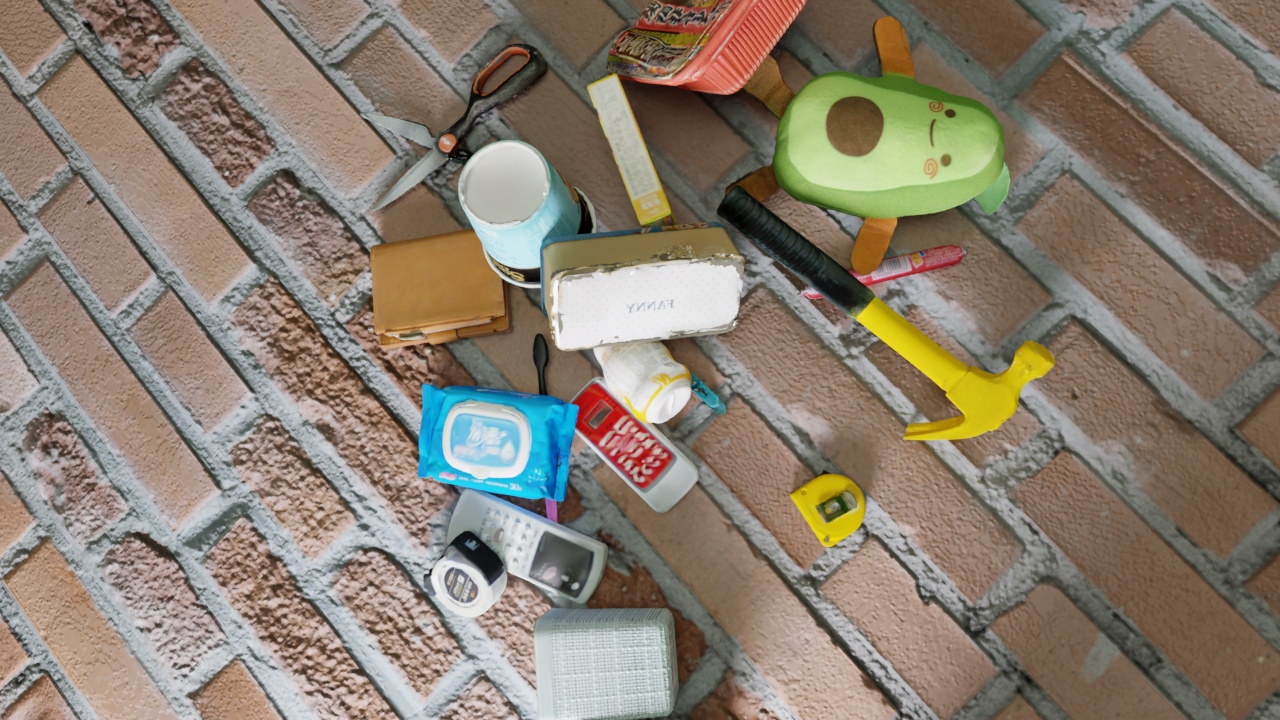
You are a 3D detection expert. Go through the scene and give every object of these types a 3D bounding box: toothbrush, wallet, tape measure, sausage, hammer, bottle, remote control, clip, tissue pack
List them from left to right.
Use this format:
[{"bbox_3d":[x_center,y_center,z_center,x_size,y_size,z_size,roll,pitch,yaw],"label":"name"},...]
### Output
[{"bbox_3d":[-0.192,-0.070,0.882,0.132,0.031,0.107,-9,78,8],"label":"wallet"},{"bbox_3d":[-0.156,0.197,0.832,0.066,0.033,0.066,42,119,4],"label":"tape measure"},{"bbox_3d":[-0.136,0.072,0.837,0.157,0.052,0.095,7,90,16],"label":"tissue pack"},{"bbox_3d":[-0.105,0.169,0.841,0.150,0.021,0.058,21,95,12],"label":"remote control"},{"bbox_3d":[-0.087,0.069,0.859,0.014,0.017,0.189,-5,86,10],"label":"toothbrush"},{"bbox_3d":[-0.010,0.077,0.839,0.136,0.020,0.056,44,91,12],"label":"remote control"},{"bbox_3d":[-0.005,0.005,0.826,0.063,0.063,0.108,-45,64,2],"label":"bottle"},{"bbox_3d":[0.056,0.027,0.834,0.054,0.034,0.013,42,89,22],"label":"clip"},{"bbox_3d":[0.167,0.127,0.799,0.057,0.029,0.060,-33,79,4],"label":"tape measure"},{"bbox_3d":[0.189,-0.046,0.781,0.301,0.032,0.129,40,119,9],"label":"hammer"},{"bbox_3d":[0.216,-0.080,0.821,0.156,0.020,0.020,-14,81,8],"label":"sausage"}]

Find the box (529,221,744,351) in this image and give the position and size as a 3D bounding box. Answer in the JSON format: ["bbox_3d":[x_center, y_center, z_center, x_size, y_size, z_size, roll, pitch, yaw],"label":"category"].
[{"bbox_3d":[-0.005,-0.063,0.791,0.184,0.090,0.061,-4,40,-11],"label":"box"}]

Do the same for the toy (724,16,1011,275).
[{"bbox_3d":[0.198,-0.188,0.801,0.247,0.090,0.227,6,94,14],"label":"toy"}]

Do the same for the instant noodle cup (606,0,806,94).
[{"bbox_3d":[0.068,-0.309,0.815,0.079,0.164,0.189,35,91,-33],"label":"instant noodle cup"}]

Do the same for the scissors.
[{"bbox_3d":[-0.168,-0.218,0.900,0.234,0.021,0.221,32,89,11],"label":"scissors"}]

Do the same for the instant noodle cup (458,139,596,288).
[{"bbox_3d":[-0.102,-0.132,0.804,0.111,0.120,0.111,-2,78,7],"label":"instant noodle cup"}]

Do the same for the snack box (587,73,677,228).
[{"bbox_3d":[-0.004,-0.178,0.835,0.034,0.087,0.140,-24,80,5],"label":"snack box"}]

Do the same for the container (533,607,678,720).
[{"bbox_3d":[-0.026,0.259,0.787,0.111,0.090,0.090,-6,82,6],"label":"container"}]
